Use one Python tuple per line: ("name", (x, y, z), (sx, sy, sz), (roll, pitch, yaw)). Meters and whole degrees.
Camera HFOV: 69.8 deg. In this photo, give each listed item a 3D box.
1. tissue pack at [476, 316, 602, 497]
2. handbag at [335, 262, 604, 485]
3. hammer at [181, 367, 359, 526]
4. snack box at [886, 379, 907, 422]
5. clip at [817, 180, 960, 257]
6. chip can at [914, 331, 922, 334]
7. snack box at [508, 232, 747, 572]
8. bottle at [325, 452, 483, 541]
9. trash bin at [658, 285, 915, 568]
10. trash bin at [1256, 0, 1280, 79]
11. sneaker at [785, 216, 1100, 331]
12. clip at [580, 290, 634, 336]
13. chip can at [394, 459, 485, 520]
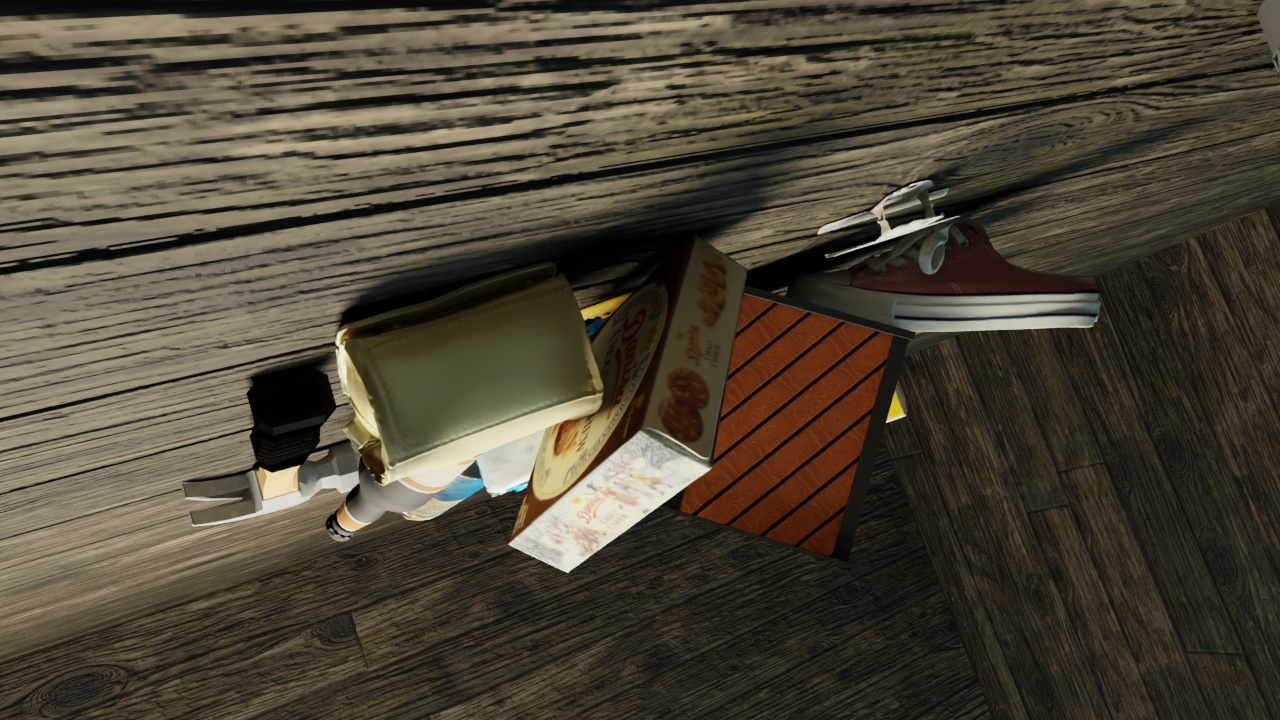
("tissue pack", (-0.065, 0.036, 0.662), (0.145, 0.093, 0.061), (-24, 174, 27))
("handbag", (-0.094, 0.010, 0.474), (0.119, 0.081, 0.111), (-18, 180, -22))
("hammer", (-0.244, 0.065, 0.624), (0.131, 0.039, 0.329), (-15, 170, -26))
("snack box", (0.138, 0.058, 0.895), (0.231, 0.061, 0.110), (-22, 178, 16))
("clip", (0.169, -0.103, 0.599), (0.101, 0.050, 0.058), (-19, 166, -13))
("chip can", (0.200, -0.042, 0.849), (0.215, 0.075, 0.075), (-22, 172, 15))
("snack box", (-0.007, 0.024, 0.507), (0.041, 0.142, 0.147), (30, 136, -17))
("bottle", (-0.167, 0.075, 0.652), (0.182, 0.059, 0.059), (-40, 164, 27))
("trash bin", (0.109, 0.050, 0.719), (0.140, 0.171, 0.139), (16, 175, 6))
("trash bin", (0.426, -0.104, 0.406), (0.217, 0.227, 0.218), (-19, 173, -3))
("sneaker", (0.237, -0.070, 0.726), (0.241, 0.088, 0.118), (1, -173, 7))
("clip", (-0.015, -0.027, 0.606), (0.054, 0.045, 0.049), (-22, -169, 4))
("chip can", (-0.184, 0.098, 0.861), (0.079, 0.079, 0.230), (-16, 170, -30))
